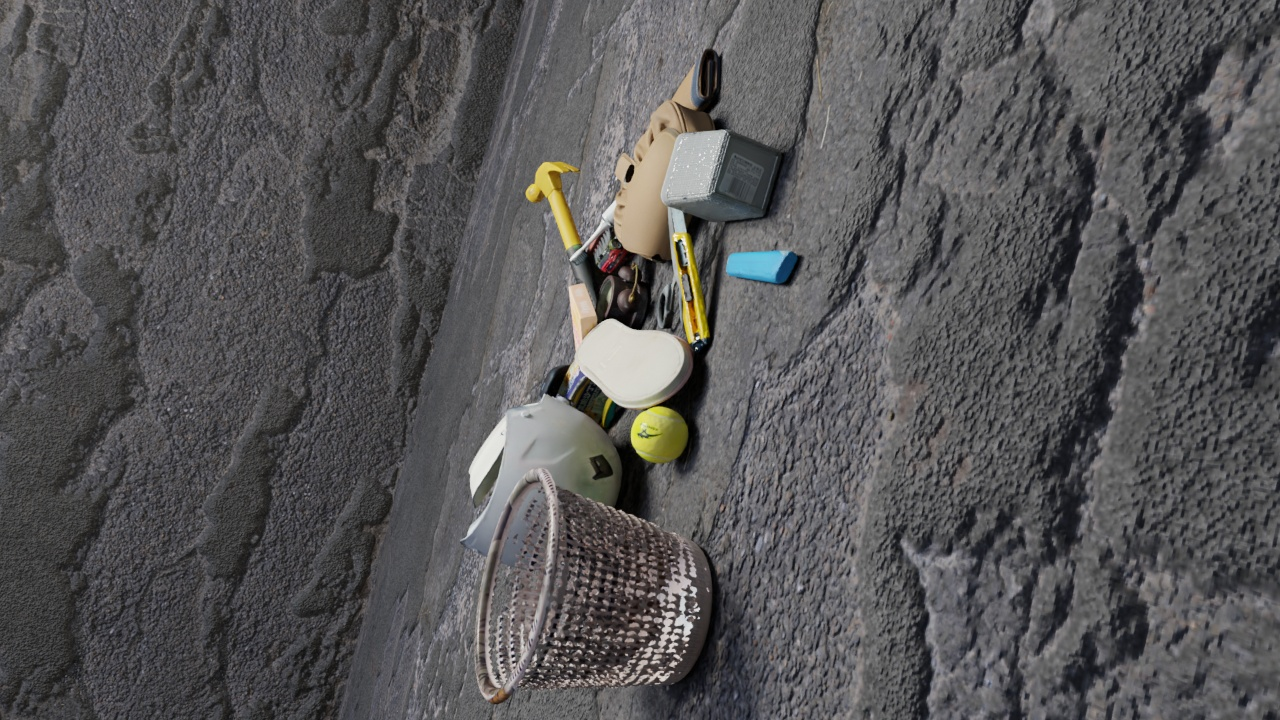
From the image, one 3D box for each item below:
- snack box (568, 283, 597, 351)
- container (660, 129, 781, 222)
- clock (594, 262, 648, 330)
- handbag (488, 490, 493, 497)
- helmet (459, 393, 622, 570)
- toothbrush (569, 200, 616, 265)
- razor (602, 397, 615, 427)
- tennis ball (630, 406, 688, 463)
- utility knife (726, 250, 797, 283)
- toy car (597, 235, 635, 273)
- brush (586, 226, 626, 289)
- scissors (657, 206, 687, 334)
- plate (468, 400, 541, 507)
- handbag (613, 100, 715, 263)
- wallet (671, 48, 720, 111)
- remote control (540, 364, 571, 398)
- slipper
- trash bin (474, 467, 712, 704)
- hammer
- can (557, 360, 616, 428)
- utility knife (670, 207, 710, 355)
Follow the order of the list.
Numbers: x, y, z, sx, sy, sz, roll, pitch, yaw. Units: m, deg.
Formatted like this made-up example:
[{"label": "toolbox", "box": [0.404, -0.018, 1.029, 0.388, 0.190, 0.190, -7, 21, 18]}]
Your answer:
[{"label": "snack box", "box": [-0.079, -0.025, 1.339, 0.084, 0.026, 0.157, -111, 14, -49]}, {"label": "container", "box": [0.093, -0.210, 1.042, 0.114, 0.090, 0.090, 20, 95, 66]}, {"label": "clock", "box": [-0.023, -0.086, 1.297, 0.122, 0.055, 0.081, 126, 152, -49]}, {"label": "handbag", "box": [-0.160, 0.153, 1.342, 0.162, 0.063, 0.179, -51, -19, -55]}, {"label": "helmet", "box": [-0.101, 0.167, 1.177, 0.258, 0.146, 0.229, 30, -98, -76]}, {"label": "toothbrush", "box": [-0.027, -0.224, 1.336, 0.221, 0.026, 0.026, -47, 20, 11]}, {"label": "razor", "box": [-0.029, 0.055, 1.262, 0.133, 0.028, 0.043, 126, 148, -47]}, {"label": "tennis ball", "box": [0.022, 0.085, 1.048, 0.065, 0.065, 0.065, -166, 91, -70]}, {"label": "utility knife", "box": [0.123, -0.103, 0.989, 0.034, 0.018, 0.162, -71, 19, 1]}, {"label": "toy car", "box": [-0.020, -0.172, 1.320, 0.120, 0.045, 0.053, -58, 7, -35]}, {"label": "brush", "box": [-0.055, -0.169, 1.429, 0.146, 0.063, 0.069, -54, 41, 46]}, {"label": "scissors", "box": [0.046, -0.109, 1.136, 0.160, 0.014, 0.178, 119, 142, -51]}, {"label": "plate", "box": [-0.190, 0.119, 1.261, 0.164, 0.034, 0.164, -55, -3, -24]}, {"label": "handbag", "box": [0.026, -0.234, 1.212, 0.147, 0.099, 0.205, -116, 43, -54]}, {"label": "wallet", "box": [0.071, -0.368, 1.286, 0.116, 0.033, 0.090, 138, 145, -57]}, {"label": "remote control", "box": [-0.123, 0.030, 1.348, 0.053, 0.024, 0.136, -65, -8, 8]}, {"label": "slipper", "box": [-0.007, 0.007, 1.161, 0.114, 0.054, 0.274, -52, 27, -8]}, {"label": "trash bin", "box": [-0.043, 0.238, 0.927, 0.228, 0.192, 0.227, -165, 91, -70]}, {"label": "hammer", "box": [-0.100, -0.170, 1.408, 0.129, 0.032, 0.300, -39, 67, 54]}, {"label": "can", "box": [-0.075, 0.053, 1.312, 0.049, 0.074, 0.148, -106, 35, -48]}, {"label": "utility knife", "box": [0.054, -0.099, 1.085, 0.033, 0.015, 0.192, -22, 73, 45]}]
